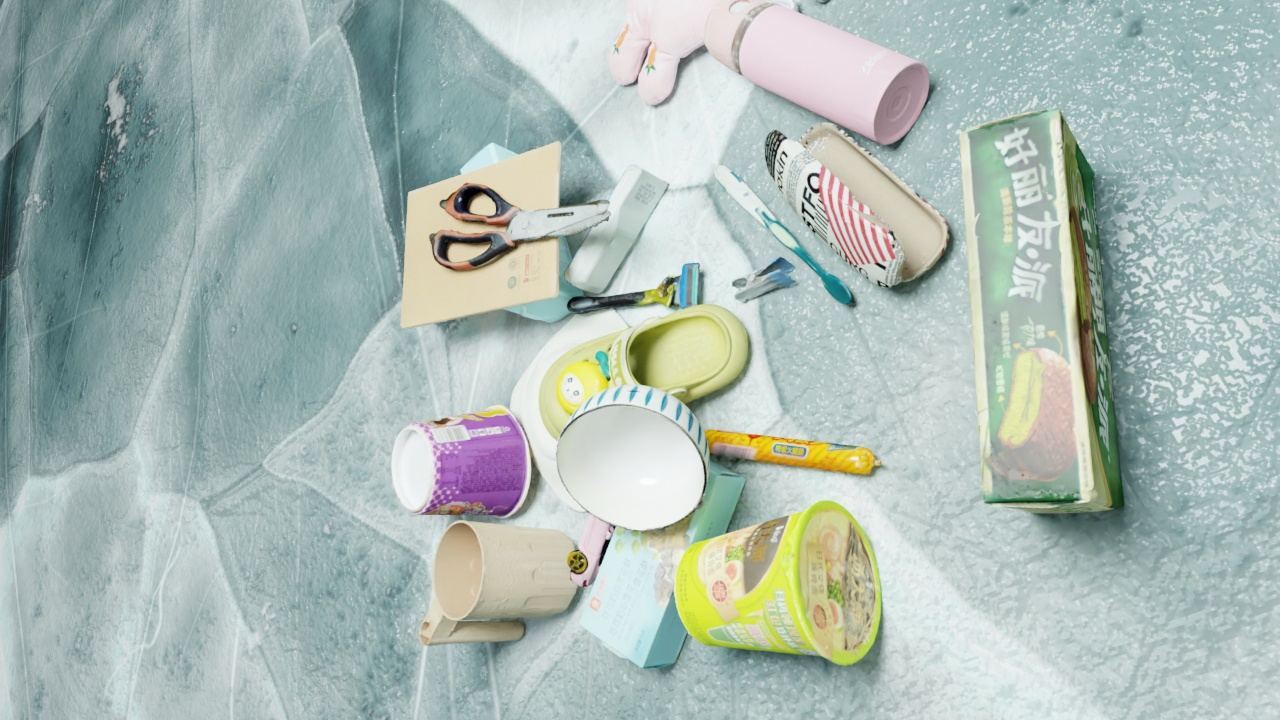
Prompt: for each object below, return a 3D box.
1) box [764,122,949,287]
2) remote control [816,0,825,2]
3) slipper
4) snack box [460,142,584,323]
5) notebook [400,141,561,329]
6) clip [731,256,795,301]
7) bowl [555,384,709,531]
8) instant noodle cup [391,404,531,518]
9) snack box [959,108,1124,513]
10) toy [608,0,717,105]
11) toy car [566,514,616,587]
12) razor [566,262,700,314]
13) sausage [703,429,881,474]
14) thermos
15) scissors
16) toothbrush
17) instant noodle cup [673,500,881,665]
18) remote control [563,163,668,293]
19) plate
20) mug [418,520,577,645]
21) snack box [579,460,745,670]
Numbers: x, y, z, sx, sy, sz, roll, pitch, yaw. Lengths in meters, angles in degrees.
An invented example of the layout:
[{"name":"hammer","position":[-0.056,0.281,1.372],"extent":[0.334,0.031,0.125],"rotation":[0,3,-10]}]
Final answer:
[{"name":"box","position":[0.168,-0.126,0.710],"extent":[0.087,0.076,0.163],"rotation":[-30,56,-16]},{"name":"remote control","position":[0.175,-0.363,0.748],"extent":[0.136,0.055,0.020],"rotation":[-54,53,14]},{"name":"slipper","position":[-0.005,0.004,0.765],"extent":[0.191,0.081,0.091],"rotation":[-23,70,8]},{"name":"snack box","position":[-0.117,-0.125,0.904],"extent":[0.052,0.074,0.174],"rotation":[-32,63,28]},{"name":"notebook","position":[-0.156,-0.115,0.878],"extent":[0.208,0.008,0.147],"rotation":[-9,76,36]},{"name":"clip","position":[0.101,-0.067,0.764],"extent":[0.058,0.026,0.038],"rotation":[-26,55,38]},{"name":"bowl","position":[-0.001,0.066,0.706],"extent":[0.116,0.066,0.117],"rotation":[6,121,10]},{"name":"instant noodle cup","position":[-0.175,0.100,0.871],"extent":[0.112,0.099,0.111],"rotation":[3,94,50]},{"name":"snack box","position":[0.254,-0.025,0.583],"extent":[0.063,0.114,0.240],"rotation":[-8,76,34]},{"name":"toy","position":[0.028,-0.321,0.854],"extent":[0.121,0.054,0.160],"rotation":[43,114,35]},{"name":"toy car","position":[-0.029,0.140,0.793],"extent":[0.037,0.056,0.122],"rotation":[21,103,11]},{"name":"razor","position":[-0.007,-0.057,0.838],"extent":[0.143,0.022,0.042],"rotation":[-7,71,31]},{"name":"sausage","position":[0.112,0.072,0.727],"extent":[0.165,0.021,0.021],"rotation":[4,83,37]},{"name":"thermos","position":[0.142,-0.249,0.750],"extent":[0.087,0.067,0.198],"rotation":[-39,52,-14]},{"name":"scissors","position":[-0.112,-0.136,0.832],"extent":[0.209,0.015,0.185],"rotation":[-40,59,24]},{"name":"toothbrush","position":[0.117,-0.108,0.766],"extent":[0.016,0.018,0.191],"rotation":[-50,54,18]},{"name":"instant noodle cup","position":[0.093,0.167,0.674],"extent":[0.124,0.111,0.111],"rotation":[-19,70,40]},{"name":"remote control","position":[-0.022,-0.119,0.849],"extent":[0.024,0.049,0.125],"rotation":[40,105,33]},{"name":"plate","position":[-0.057,0.039,0.852],"extent":[0.164,0.034,0.163],"rotation":[-50,57,18]},{"name":"mug","position":[-0.127,0.204,0.820],"extent":[0.084,0.103,0.125],"rotation":[46,115,45]},{"name":"snack box","position":[0.017,0.159,0.760],"extent":[0.074,0.051,0.175],"rotation":[23,94,36]}]
